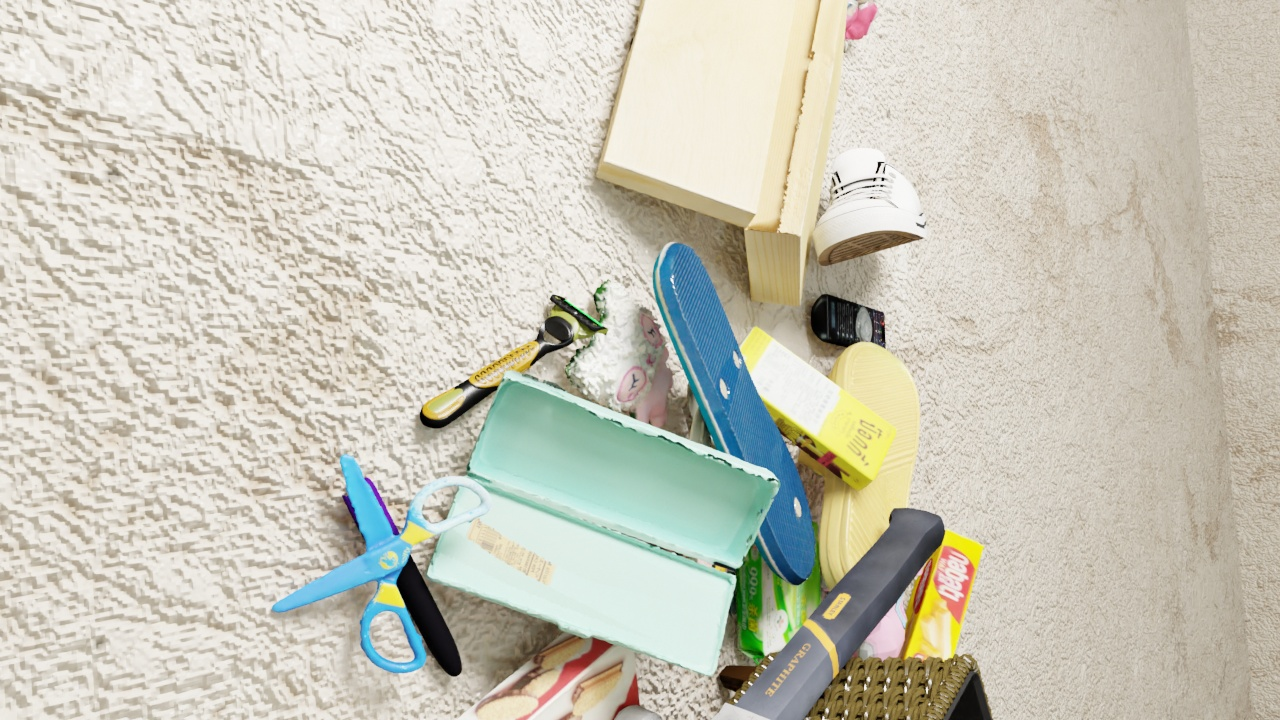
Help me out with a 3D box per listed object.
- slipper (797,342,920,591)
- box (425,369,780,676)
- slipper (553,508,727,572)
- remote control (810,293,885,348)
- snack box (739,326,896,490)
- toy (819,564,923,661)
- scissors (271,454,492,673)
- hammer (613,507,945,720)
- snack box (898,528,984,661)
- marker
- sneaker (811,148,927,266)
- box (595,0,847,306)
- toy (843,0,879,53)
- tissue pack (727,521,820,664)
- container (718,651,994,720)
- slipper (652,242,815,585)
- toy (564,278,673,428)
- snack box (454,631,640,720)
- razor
[{"bbox_3d":[0.187,0.097,0.819,0.099,0.079,0.262,32,51,-25],"label":"slipper"},{"bbox_3d":[-0.020,0.099,0.558,0.187,0.055,0.138,23,85,-10],"label":"box"},{"bbox_3d":[0.003,0.123,0.620,0.197,0.082,0.093,13,75,-44],"label":"slipper"},{"bbox_3d":[0.209,-0.034,0.906,0.140,0.021,0.045,8,81,-52],"label":"remote control"},{"bbox_3d":[0.137,0.039,0.757,0.149,0.026,0.061,37,54,2],"label":"snack box"},{"bbox_3d":[0.221,0.215,0.857,0.157,0.067,0.123,-3,90,-53],"label":"toy"},{"bbox_3d":[-0.134,0.107,0.494,0.126,0.013,0.125,-25,102,-27],"label":"scissors"},{"bbox_3d":[0.127,0.188,0.636,0.311,0.140,0.035,-32,118,-44],"label":"hammer"},{"bbox_3d":[0.275,0.261,0.878,0.200,0.042,0.092,-50,158,-45],"label":"snack box"},{"bbox_3d":[-0.133,0.126,0.520,0.018,0.015,0.134,-32,109,-31],"label":"marker"},{"bbox_3d":[0.206,-0.147,0.834,0.244,0.091,0.097,-25,99,-65],"label":"sneaker"},{"bbox_3d":[0.093,-0.206,0.747,0.252,0.119,0.247,28,64,-36],"label":"box"},{"bbox_3d":[0.196,-0.333,0.911,0.102,0.050,0.066,-34,144,-37],"label":"toy"},{"bbox_3d":[0.115,0.188,0.769,0.099,0.034,0.114,3,85,-49],"label":"tissue pack"},{"bbox_3d":[0.146,0.378,0.649,0.175,0.205,0.321,-33,110,-44],"label":"container"},{"bbox_3d":[0.059,0.054,0.677,0.118,0.060,0.295,-70,138,-60],"label":"slipper"},{"bbox_3d":[-0.004,0.004,0.658,0.109,0.041,0.095,47,52,-41],"label":"toy"},{"bbox_3d":[-0.098,0.248,0.511,0.272,0.044,0.077,-29,122,-45],"label":"snack box"},{"bbox_3d":[-0.082,0.002,0.579,0.143,0.044,0.021,-37,153,-39],"label":"razor"}]
